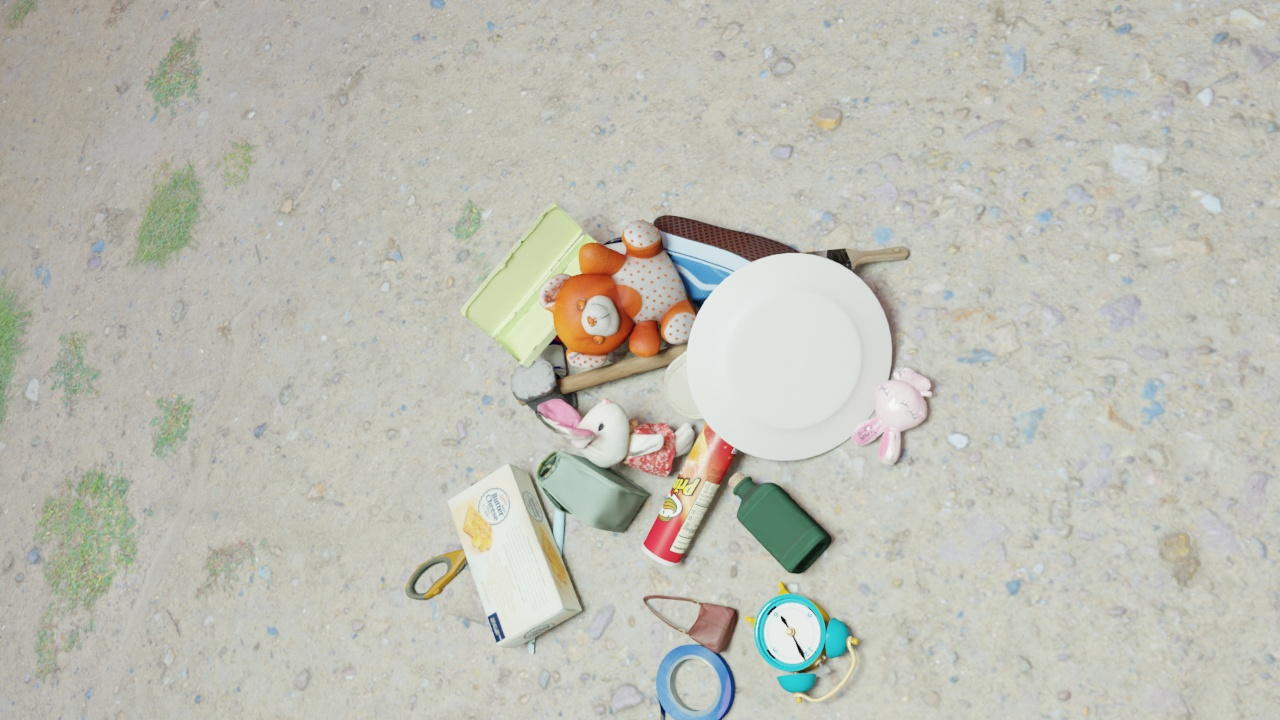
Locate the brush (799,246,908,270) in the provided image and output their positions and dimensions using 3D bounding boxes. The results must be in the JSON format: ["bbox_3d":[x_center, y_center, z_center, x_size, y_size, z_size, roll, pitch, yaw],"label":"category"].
[{"bbox_3d":[0.249,-0.123,1.111,0.151,0.012,0.038,-6,41,1],"label":"brush"}]

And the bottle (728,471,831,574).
[{"bbox_3d":[0.153,0.181,1.066,0.061,0.061,0.131,-49,61,7],"label":"bottle"}]

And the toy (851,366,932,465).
[{"bbox_3d":[0.290,0.061,1.049,0.063,0.047,0.110,30,97,27],"label":"toy"}]

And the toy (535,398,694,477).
[{"bbox_3d":[-0.027,0.092,1.125,0.194,0.159,0.084,12,96,-14],"label":"toy"}]

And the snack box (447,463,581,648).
[{"bbox_3d":[-0.163,0.248,1.176,0.104,0.057,0.207,-32,64,13],"label":"snack box"}]

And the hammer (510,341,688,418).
[{"bbox_3d":[-0.007,0.007,1.191,0.329,0.098,0.052,-16,62,11],"label":"hammer"}]

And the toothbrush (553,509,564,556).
[{"bbox_3d":[-0.110,0.254,1.191,0.022,0.016,0.154,-23,60,59],"label":"toothbrush"}]

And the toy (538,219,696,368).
[{"bbox_3d":[-0.029,-0.072,1.131,0.172,0.093,0.164,-27,103,-6],"label":"toy"}]

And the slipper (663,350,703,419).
[{"bbox_3d":[0.148,-0.020,1.116,0.275,0.054,0.114,-30,100,18],"label":"slipper"}]

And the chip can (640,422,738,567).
[{"bbox_3d":[0.071,0.142,1.102,0.052,0.051,0.215,31,98,29],"label":"chip can"}]

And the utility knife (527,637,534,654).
[{"bbox_3d":[-0.135,0.297,1.192,0.022,0.015,0.161,-7,74,24],"label":"utility knife"}]

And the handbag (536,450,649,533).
[{"bbox_3d":[-0.060,0.163,1.138,0.106,0.121,0.067,31,90,26],"label":"handbag"}]

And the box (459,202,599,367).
[{"bbox_3d":[-0.129,-0.096,1.185,0.127,0.066,0.188,39,89,-12],"label":"box"}]

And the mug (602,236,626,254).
[{"bbox_3d":[-0.031,-0.129,1.244,0.097,0.079,0.111,-6,44,23],"label":"mug"}]

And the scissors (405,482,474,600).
[{"bbox_3d":[-0.226,0.279,1.237,0.230,0.016,0.225,-24,66,16],"label":"scissors"}]

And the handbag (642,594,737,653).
[{"bbox_3d":[0.053,0.305,1.096,0.120,0.029,0.055,11,59,34],"label":"handbag"}]

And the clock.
[{"bbox_3d":[0.180,0.315,1.026,0.099,0.043,0.129,-48,54,5],"label":"clock"}]

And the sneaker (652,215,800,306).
[{"bbox_3d":[0.120,-0.107,1.177,0.241,0.083,0.098,20,128,17],"label":"sneaker"}]

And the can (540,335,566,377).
[{"bbox_3d":[-0.124,-0.020,1.271,0.032,0.032,0.095,-18,68,19],"label":"can"}]

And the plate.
[{"bbox_3d":[0.173,-0.001,1.051,0.242,0.016,0.242,-1,100,-6],"label":"plate"}]

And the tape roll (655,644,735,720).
[{"bbox_3d":[0.064,0.380,1.073,0.093,0.016,0.091,-8,71,22],"label":"tape roll"}]
